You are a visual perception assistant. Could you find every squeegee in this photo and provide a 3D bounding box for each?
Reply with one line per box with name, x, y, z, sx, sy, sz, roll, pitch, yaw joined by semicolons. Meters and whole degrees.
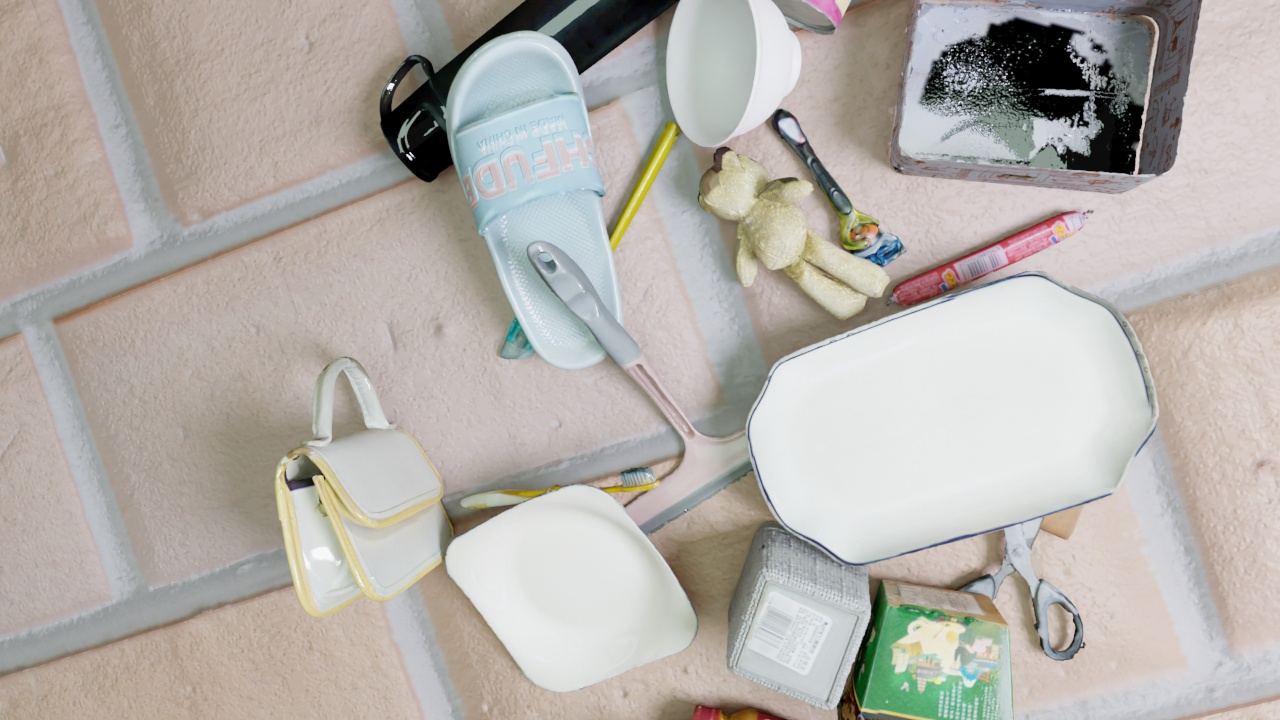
squeegee;-0.004;0.004;0.674;0.248;0.040;0.249;-33;116;11

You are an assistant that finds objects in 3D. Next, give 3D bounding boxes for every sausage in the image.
sausage;0.251;-0.073;0.663;0.156;0.020;0.020;-24;89;11

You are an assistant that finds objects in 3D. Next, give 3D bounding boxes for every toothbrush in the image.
toothbrush;-0.068;0.098;0.699;0.192;0.016;0.018;-11;102;32
toothbrush;-0.022;-0.099;0.712;0.016;0.015;0.190;32;98;13

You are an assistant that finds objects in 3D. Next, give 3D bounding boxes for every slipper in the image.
slipper;-0.072;-0.106;0.657;0.104;0.074;0.245;-15;105;-1

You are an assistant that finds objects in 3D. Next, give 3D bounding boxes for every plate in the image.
plate;0.208;0.042;0.638;0.266;0.034;0.162;-21;89;16
plate;-0.050;0.171;0.706;0.164;0.034;0.164;-27;104;22

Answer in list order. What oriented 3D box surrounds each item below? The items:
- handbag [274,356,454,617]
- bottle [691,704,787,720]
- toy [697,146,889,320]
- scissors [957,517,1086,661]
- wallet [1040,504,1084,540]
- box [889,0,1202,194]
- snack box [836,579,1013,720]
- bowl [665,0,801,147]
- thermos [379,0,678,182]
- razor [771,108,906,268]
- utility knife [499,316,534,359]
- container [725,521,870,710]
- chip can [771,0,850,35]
handbag;-0.204;0.083;0.681;0.063;0.163;0.178;-15;90;9
bottle;0.121;0.304;0.689;0.175;0.057;0.057;14;95;9
toy;0.109;-0.092;0.667;0.157;0.105;0.066;41;56;8
scissors;0.272;0.144;0.661;0.159;0.014;0.176;44;109;-1
wallet;0.284;0.058;0.666;0.101;0.020;0.115;22;95;6
box;0.262;-0.197;0.566;0.183;0.192;0.156;7;95;10
snack box;0.204;0.215;0.639;0.118;0.117;0.105;8;91;11
bowl;0.075;-0.214;0.656;0.064;0.118;0.118;-8;92;-27
thermos;-0.090;-0.238;0.689;0.243;0.068;0.090;-33;87;10
razor;0.140;-0.128;0.679;0.043;0.022;0.142;-34;87;9
utility knife;-0.070;-0.068;0.723;0.029;0.013;0.157;27;97;8
container;0.112;0.181;0.654;0.090;0.114;0.090;19;96;8
chip can;0.155;-0.340;0.638;0.071;0.071;0.210;27;97;7
